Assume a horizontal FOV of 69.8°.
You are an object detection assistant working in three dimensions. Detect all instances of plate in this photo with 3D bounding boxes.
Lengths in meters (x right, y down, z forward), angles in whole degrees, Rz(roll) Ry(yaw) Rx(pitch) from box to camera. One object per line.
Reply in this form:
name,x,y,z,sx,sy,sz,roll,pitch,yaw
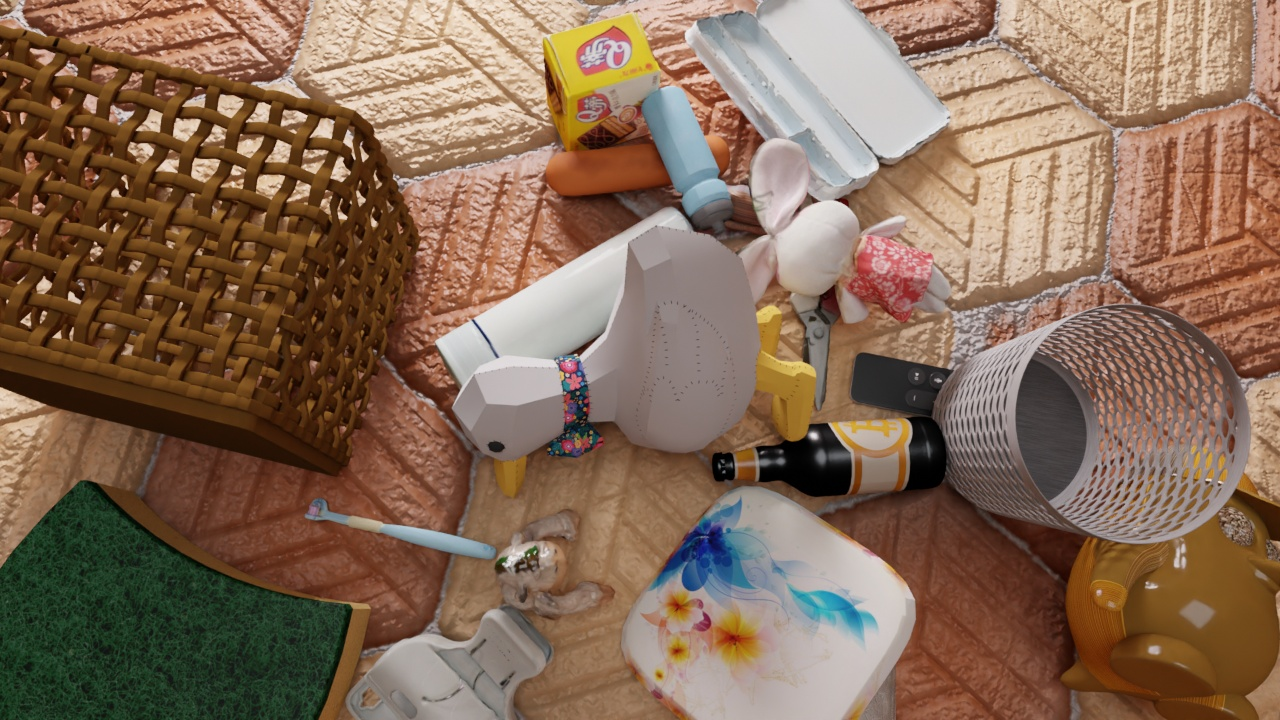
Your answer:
plate,0.092,0.197,0.693,0.187,0.016,0.186,32,75,29

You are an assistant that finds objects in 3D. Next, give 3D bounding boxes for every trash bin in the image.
trash bin,0.317,0.050,0.687,0.156,0.183,0.156,0,84,-2

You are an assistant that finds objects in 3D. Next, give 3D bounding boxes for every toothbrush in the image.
toothbrush,-0.190,0.136,0.731,0.155,0.016,0.022,13,37,1

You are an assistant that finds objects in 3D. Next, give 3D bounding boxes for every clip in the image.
clip,-0.133,0.250,0.685,0.143,0.074,0.124,-44,84,-2

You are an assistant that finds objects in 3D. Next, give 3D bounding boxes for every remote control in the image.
remote control,0.254,0.028,0.788,0.146,0.008,0.045,11,75,0

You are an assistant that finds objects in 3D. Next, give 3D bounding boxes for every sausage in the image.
sausage,-0.001,-0.171,0.808,0.164,0.044,0.039,-8,111,-5

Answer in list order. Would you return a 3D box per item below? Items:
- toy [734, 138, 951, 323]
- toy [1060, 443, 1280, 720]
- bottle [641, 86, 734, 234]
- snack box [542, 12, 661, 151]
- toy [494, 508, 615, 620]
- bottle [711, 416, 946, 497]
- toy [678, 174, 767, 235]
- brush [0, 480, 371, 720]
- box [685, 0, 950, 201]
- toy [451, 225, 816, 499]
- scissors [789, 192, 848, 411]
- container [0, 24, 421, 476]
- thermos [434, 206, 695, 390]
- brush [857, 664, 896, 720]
toy,0.163,-0.087,0.759,0.194,0.084,0.159,18,99,7
toy,0.415,0.160,0.694,0.198,0.163,0.202,40,61,-24
bottle,0.042,-0.164,0.765,0.040,0.040,0.130,-21,79,-9
snack box,-0.034,-0.235,0.790,0.083,0.106,0.061,-19,77,-8
toy,-0.075,0.151,0.691,0.074,0.106,0.085,-20,68,12
bottle,0.149,0.080,0.742,0.181,0.059,0.059,-4,75,-4
toy,0.086,-0.136,0.806,0.102,0.041,0.055,10,97,-9
brush,-0.348,0.224,0.668,0.250,0.075,0.194,24,75,3
box,0.162,-0.254,0.842,0.192,0.061,0.210,-33,80,-30
toy,-0.004,0.004,0.695,0.267,0.247,0.140,-1,41,-18
scissors,0.161,-0.056,0.802,0.146,0.015,0.188,-27,80,-10
container,-0.329,-0.061,0.669,0.251,0.220,0.213,14,75,0
thermos,-0.056,-0.045,0.760,0.230,0.068,0.068,-31,79,-11
brush,0.139,0.322,0.679,0.083,0.057,0.270,9,74,4
